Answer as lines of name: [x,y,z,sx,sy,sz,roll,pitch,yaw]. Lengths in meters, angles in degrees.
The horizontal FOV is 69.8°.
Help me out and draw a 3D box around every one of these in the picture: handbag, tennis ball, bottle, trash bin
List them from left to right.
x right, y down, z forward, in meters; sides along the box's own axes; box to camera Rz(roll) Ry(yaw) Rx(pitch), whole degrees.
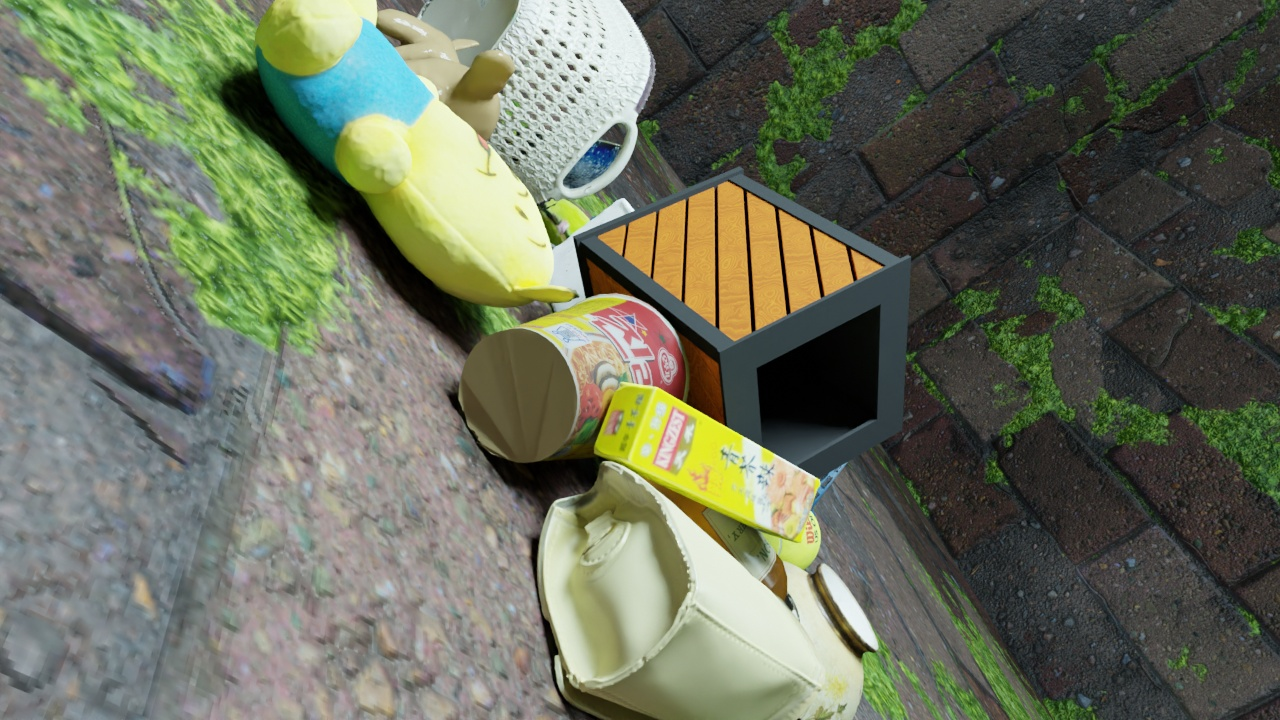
handbag: [0.015,0.121,0.441,0.119,0.081,0.111,42,10,-38]
bottle: [0.048,0.127,0.555,0.157,0.068,0.067,53,13,-3]
trash bin: [0.067,-0.018,0.625,0.172,0.139,0.140,42,-29,46]
tennis ball: [0.115,0.145,0.758,0.065,0.065,0.065,50,13,-17]

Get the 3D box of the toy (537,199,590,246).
toy: [-0.055,-0.109,0.868,0.092,0.043,0.117,53,8,16]

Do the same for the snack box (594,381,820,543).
snack box: [0.041,0.058,0.493,0.148,0.040,0.029,31,-15,-39]

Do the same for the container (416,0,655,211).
container: [-0.102,-0.264,0.814,0.143,0.185,0.251,30,26,-41]

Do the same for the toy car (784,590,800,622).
toy car: [0.062,0.140,0.613,0.113,0.048,0.040,56,13,11]

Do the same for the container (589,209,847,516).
container: [0.102,-0.011,1.032,0.362,0.089,0.257,46,13,-39]

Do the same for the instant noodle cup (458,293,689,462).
instant noodle cup: [-0.038,0.014,0.501,0.100,0.100,0.112,56,20,9]

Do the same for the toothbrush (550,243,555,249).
toothbrush: [-0.033,-0.079,0.814,0.167,0.013,0.013,16,42,-37]

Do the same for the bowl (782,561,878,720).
bowl: [0.128,0.196,0.672,0.145,0.063,0.145,51,13,-17]

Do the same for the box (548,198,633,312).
box: [-0.010,-0.056,0.752,0.095,0.102,0.107,44,16,-44]

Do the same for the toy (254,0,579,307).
toy: [-0.128,-0.113,0.521,0.214,0.084,0.148,51,13,-24]

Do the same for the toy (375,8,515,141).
toy: [-0.148,-0.197,0.660,0.105,0.134,0.108,-14,60,-30]

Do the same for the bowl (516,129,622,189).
bowl: [-0.077,-0.207,0.970,0.114,0.061,0.114,9,10,-2]
